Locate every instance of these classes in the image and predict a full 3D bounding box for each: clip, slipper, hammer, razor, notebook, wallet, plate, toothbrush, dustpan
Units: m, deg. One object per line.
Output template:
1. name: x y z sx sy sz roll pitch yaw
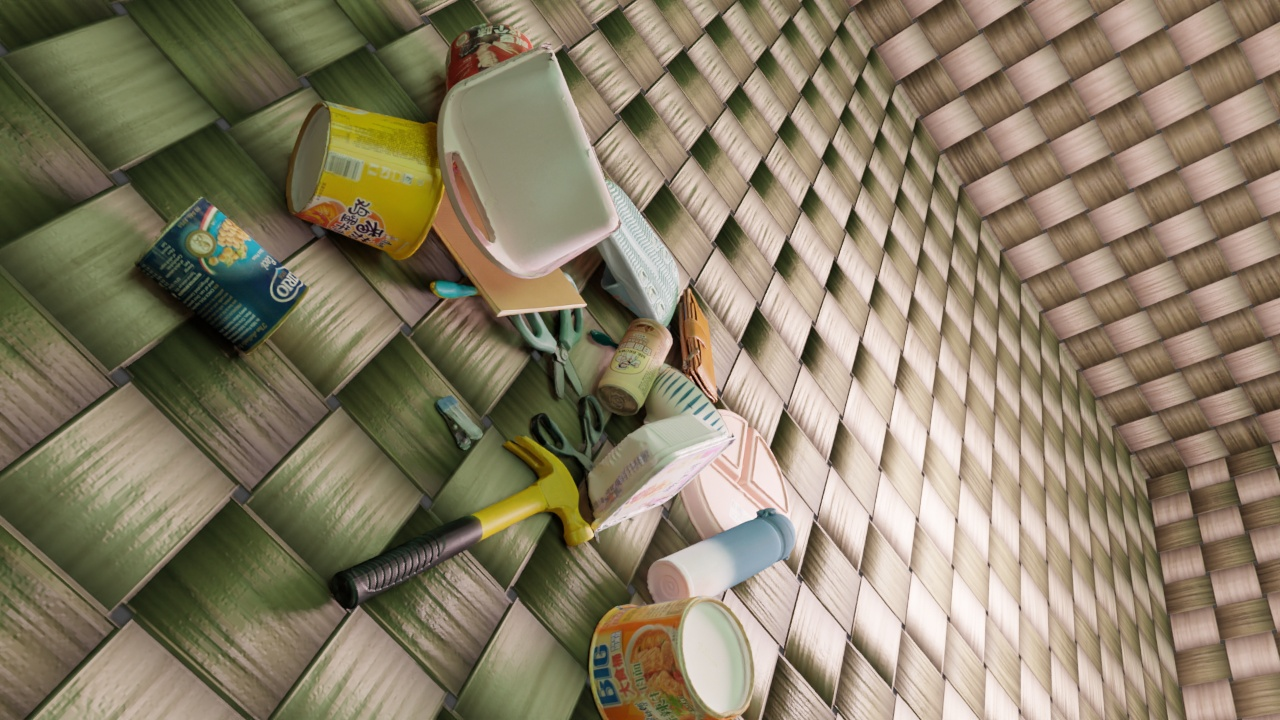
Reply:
1. clip: -0.180 0.059 0.907 0.056 0.027 0.024 56 33 8
2. slipper: -0.021 -0.129 1.184 0.245 0.074 0.103 54 38 -43
3. hammer: -0.158 0.157 0.858 0.299 0.033 0.128 -19 83 -55
4. razor: -0.182 -0.077 0.985 0.132 0.028 0.043 -9 87 -60
5. notebook: -0.164 -0.134 1.011 0.211 0.012 0.149 53 30 16
6. wallet: 0.074 -0.021 1.248 0.119 0.035 0.130 61 22 -59
7. plate: 0.131 0.168 1.226 0.229 0.028 0.229 30 47 -38
8. toothbrush: 0.003 -0.004 1.187 0.191 0.016 0.018 25 14 -43
9. dustpan: -0.118 -0.205 0.957 0.273 0.139 0.222 -102 170 -75

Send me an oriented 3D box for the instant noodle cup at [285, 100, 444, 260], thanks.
1. instant noodle cup: -0.263 -0.174 0.867 0.109 0.138 0.137 12 58 -37

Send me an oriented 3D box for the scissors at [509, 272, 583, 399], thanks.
1. scissors: -0.109 -0.044 1.048 0.181 0.019 0.170 38 44 -52

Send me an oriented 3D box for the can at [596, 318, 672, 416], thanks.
1. can: -0.007 0.006 1.113 0.058 0.059 0.116 45 50 -24

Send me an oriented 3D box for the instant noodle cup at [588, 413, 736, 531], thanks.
1. instant noodle cup: 0.015 0.115 1.020 0.060 0.138 0.173 52 27 15

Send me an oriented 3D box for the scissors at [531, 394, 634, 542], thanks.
1. scissors: -0.059 0.115 1.035 0.181 0.014 0.159 47 40 -26

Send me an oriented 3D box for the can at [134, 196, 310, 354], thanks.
1. can: -0.337 -0.069 0.742 0.111 0.075 0.075 45 39 -23

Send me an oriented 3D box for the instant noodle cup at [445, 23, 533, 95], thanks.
1. instant noodle cup: -0.169 -0.321 1.080 0.137 0.138 0.108 21 44 -44

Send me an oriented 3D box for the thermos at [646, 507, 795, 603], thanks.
1. thermos: 0.103 0.233 1.087 0.219 0.070 0.070 -13 78 -45

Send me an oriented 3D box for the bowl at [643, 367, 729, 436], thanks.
1. bowl: 0.046 0.073 1.126 0.066 0.116 0.116 -40 104 -13

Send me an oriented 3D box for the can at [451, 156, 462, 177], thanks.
1. can: -0.177 -0.234 1.045 0.093 0.067 0.066 16 55 -40

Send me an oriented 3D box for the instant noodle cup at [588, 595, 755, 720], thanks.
1. instant noodle cup: 0.038 0.312 0.938 0.151 0.112 0.151 30 47 -38
